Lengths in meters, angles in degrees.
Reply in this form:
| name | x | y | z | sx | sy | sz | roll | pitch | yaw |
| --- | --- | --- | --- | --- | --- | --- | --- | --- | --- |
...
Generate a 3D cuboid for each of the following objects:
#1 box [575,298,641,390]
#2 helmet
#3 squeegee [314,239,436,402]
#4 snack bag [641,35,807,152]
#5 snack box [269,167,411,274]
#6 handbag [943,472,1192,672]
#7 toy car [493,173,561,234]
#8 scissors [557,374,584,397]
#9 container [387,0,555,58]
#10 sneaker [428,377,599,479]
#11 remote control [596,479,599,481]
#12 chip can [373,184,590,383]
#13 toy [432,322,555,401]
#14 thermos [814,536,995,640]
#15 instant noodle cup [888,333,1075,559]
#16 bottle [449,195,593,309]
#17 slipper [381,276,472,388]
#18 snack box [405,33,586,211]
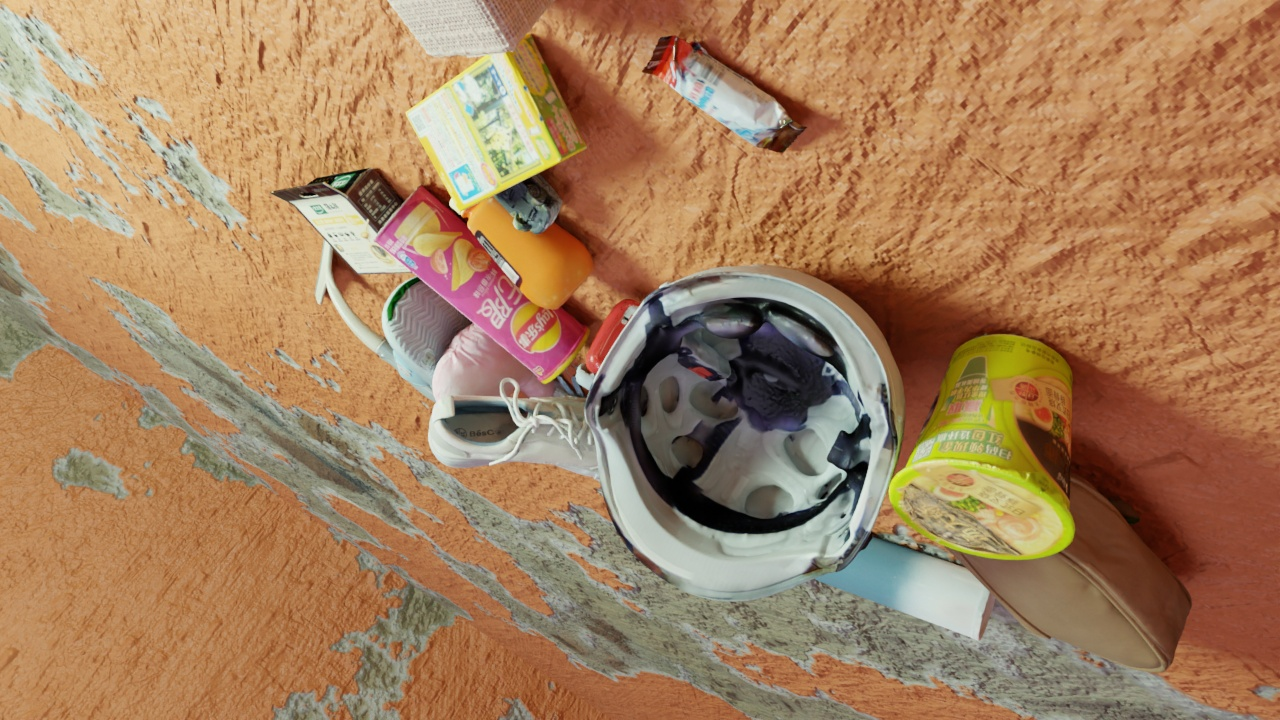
| name | x | y | z | sx | sy | sz | roll | pitch | yaw |
| --- | --- | --- | --- | --- | --- | --- | --- | --- | --- |
| box | 0.043 | 0.034 | 0.830 | 0.201 | 0.095 | 0.102 | 29 | 169 | -2 |
| helmet | 0.086 | 0.042 | 0.694 | 0.229 | 0.145 | 0.259 | 25 | 121 | 17 |
| squeegee | -0.305 | -0.027 | 1.077 | 0.246 | 0.039 | 0.247 | 48 | 151 | -2 |
| snack bag | 0.051 | -0.162 | 0.565 | 0.104 | 0.026 | 0.048 | 35 | 164 | -4 |
| snack box | -0.284 | -0.141 | 0.914 | 0.113 | 0.053 | 0.126 | 4 | 140 | 43 |
| handbag | 0.329 | 0.155 | 0.722 | 0.204 | 0.099 | 0.148 | 44 | 158 | -21 |
| toy car | -0.102 | -0.143 | 0.742 | 0.090 | 0.034 | 0.043 | 44 | 144 | 7 |
| scissors | -0.052 | 0.062 | 1.048 | 0.084 | 0.017 | 0.138 | 17 | 145 | 28 |
| container | -0.107 | -0.244 | 0.531 | 0.090 | 0.089 | 0.111 | 10 | 147 | 36 |
| sneaker | -0.086 | 0.062 | 0.900 | 0.242 | 0.089 | 0.091 | 3 | 150 | -9 |
| remote control | -0.057 | 0.096 | 1.062 | 0.056 | 0.020 | 0.136 | -1 | 137 | 35 |
| chip can | -0.148 | -0.071 | 0.869 | 0.210 | 0.071 | 0.072 | 41 | 151 | -15 |
| toy | -0.154 | 0.021 | 0.977 | 0.054 | 0.121 | 0.159 | 26 | 165 | 38 |
| thermos | 0.245 | 0.215 | 0.935 | 0.221 | 0.070 | 0.070 | 15 | 148 | 30 |
| instant noodle cup | 0.235 | 0.051 | 0.610 | 0.112 | 0.123 | 0.112 | 19 | 148 | 12 |
| bottle | -0.110 | -0.111 | 0.781 | 0.149 | 0.066 | 0.067 | 43 | 152 | -4 |
| slipper | -0.218 | -0.012 | 1.004 | 0.074 | 0.103 | 0.246 | 15 | 155 | 20 |
| snack box | -0.110 | -0.170 | 0.676 | 0.141 | 0.033 | 0.087 | -11 | 112 | 50 |
